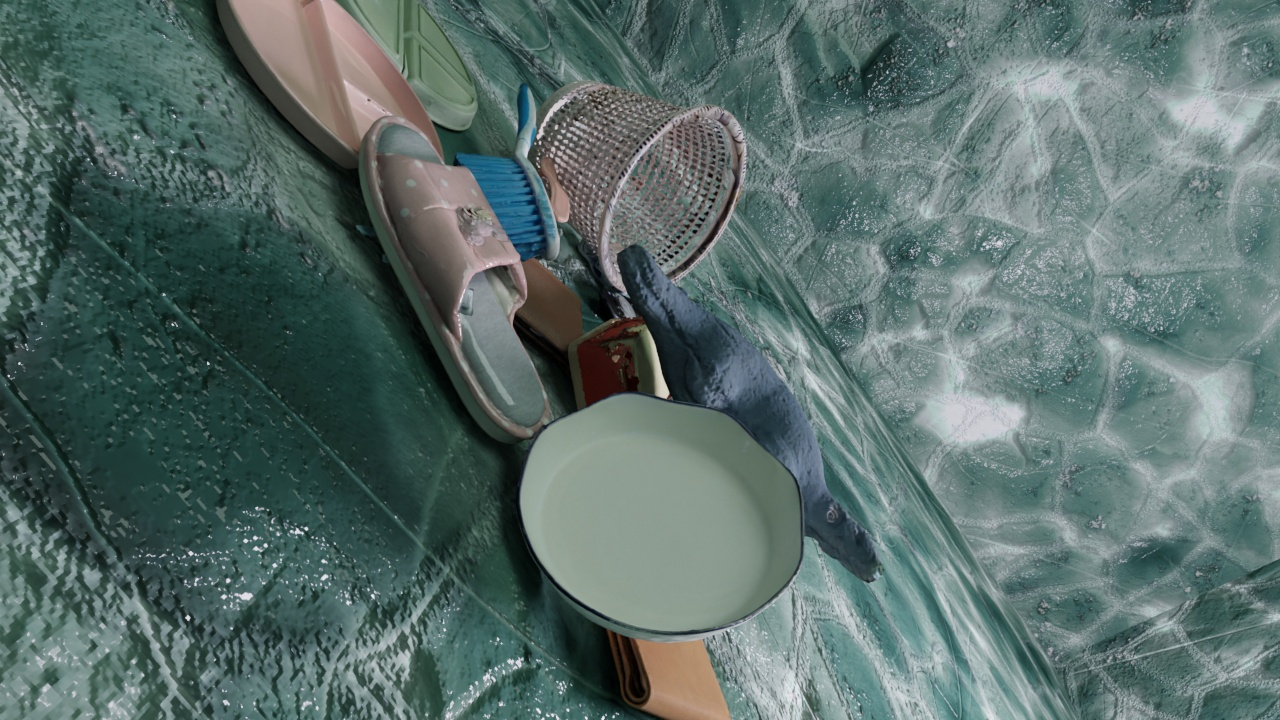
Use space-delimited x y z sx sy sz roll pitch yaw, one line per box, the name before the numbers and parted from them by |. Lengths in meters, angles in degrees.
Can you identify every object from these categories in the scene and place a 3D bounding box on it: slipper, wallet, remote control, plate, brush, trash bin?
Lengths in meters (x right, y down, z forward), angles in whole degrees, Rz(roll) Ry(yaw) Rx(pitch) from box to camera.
slipper | -0.130 -0.069 0.688 0.114 0.055 0.274 -4 69 -64
wallet | 0.016 0.216 0.675 0.132 0.031 0.107 44 19 -49
remote control | -0.016 -0.053 1.092 0.136 0.024 0.053 19 43 -62
plate | 0.013 0.110 0.655 0.046 0.204 0.204 103 -22 -44
brush | -0.110 -0.162 0.950 0.063 0.073 0.145 45 19 -31
brush | -0.130 -0.191 0.889 0.314 0.109 0.061 -114 -155 -43
wallet | -0.094 -0.046 0.856 0.124 0.032 0.101 41 26 -41
plate | -0.251 -0.231 0.757 0.229 0.028 0.229 49 18 -23
plate | -0.251 -0.344 0.969 0.230 0.027 0.229 49 17 -22
trash bin | -0.022 -0.219 1.057 0.192 0.227 0.227 38 6 30

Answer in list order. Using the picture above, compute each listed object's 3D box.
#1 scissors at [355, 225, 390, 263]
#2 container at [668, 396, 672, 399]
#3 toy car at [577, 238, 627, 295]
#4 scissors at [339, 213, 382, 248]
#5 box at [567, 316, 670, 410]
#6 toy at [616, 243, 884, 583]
scissors | -0.181 -0.105 0.717 0.093 0.017 0.137 59 22 12
container | 0.080 0.076 1.017 0.111 0.090 0.089 42 22 -32
toy car | -0.041 -0.115 1.120 0.090 0.034 0.042 45 19 10
scissors | -0.165 -0.063 0.719 0.175 0.012 0.162 61 18 19
box | -0.005 0.005 0.877 0.168 0.077 0.091 -43 125 -73
toy | 0.091 0.047 0.807 0.356 0.091 0.138 53 2 -5
